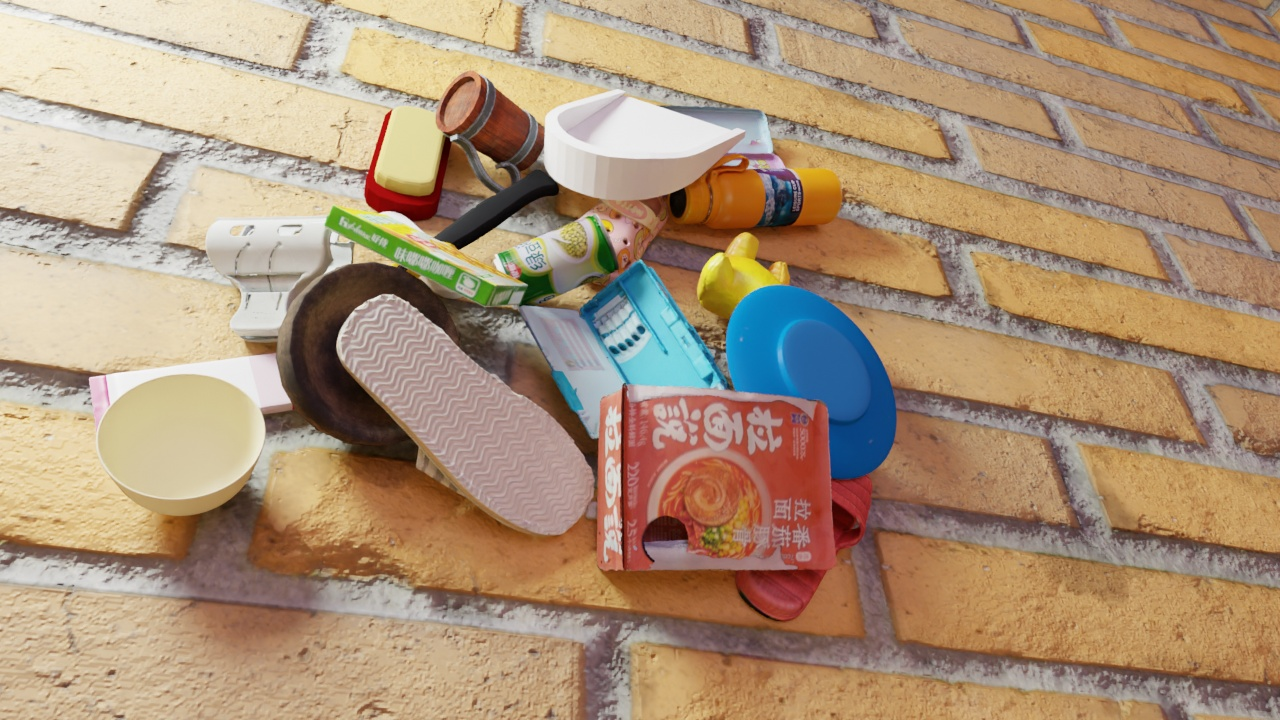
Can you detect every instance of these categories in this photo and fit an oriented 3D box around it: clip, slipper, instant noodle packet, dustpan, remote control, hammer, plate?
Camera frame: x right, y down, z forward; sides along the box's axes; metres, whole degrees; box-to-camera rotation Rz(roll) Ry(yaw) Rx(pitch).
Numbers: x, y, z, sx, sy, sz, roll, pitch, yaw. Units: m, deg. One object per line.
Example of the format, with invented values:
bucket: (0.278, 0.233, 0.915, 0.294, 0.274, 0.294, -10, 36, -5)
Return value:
clip: (-0.349, -0.093, 0.868, 0.126, 0.105, 0.151, 0, 48, 10)
slipper: (0.174, 0.147, 0.915, 0.103, 0.059, 0.248, 31, 48, 5)
instant noodle packet: (0.075, 0.111, 0.844, 0.220, 0.084, 0.164, 4, 75, -17)
dustpan: (-0.007, -0.279, 1.114, 0.191, 0.053, 0.256, 23, 42, 18)
slipper: (-0.153, 0.053, 0.812, 0.272, 0.054, 0.114, 44, 57, -19)
remote control: (-0.238, -0.115, 0.996, 0.136, 0.013, 0.043, 41, 48, 14)
slipper: (-0.024, -0.170, 1.086, 0.093, 0.082, 0.196, 30, 45, 5)
hammer: (-0.208, -0.125, 0.983, 0.127, 0.029, 0.322, 38, 54, 12)
plate: (0.188, 0.014, 0.954, 0.224, 0.024, 0.223, 16, 56, -25)

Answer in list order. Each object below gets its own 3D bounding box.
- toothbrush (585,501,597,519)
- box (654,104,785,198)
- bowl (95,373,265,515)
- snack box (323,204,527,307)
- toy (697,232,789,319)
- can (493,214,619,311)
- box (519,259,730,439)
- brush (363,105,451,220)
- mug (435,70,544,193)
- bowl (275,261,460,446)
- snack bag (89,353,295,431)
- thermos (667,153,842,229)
toothbrush: (0.040, 0.142, 0.868, 0.187, 0.012, 0.017, 1, 66, -5)
box: (0.101, -0.286, 1.264, 0.213, 0.041, 0.151, -5, 67, -26)
bowl: (-0.365, 0.079, 0.737, 0.118, 0.074, 0.117, 12, 48, -13)
snack box: (-0.199, -0.098, 0.880, 0.168, 0.027, 0.132, 26, 7, 3)
toy: (0.151, -0.050, 1.051, 0.194, 0.088, 0.134, 37, 34, -1)
can: (-0.090, -0.104, 0.982, 0.121, 0.067, 0.067, -24, 61, -7)
box: (-0.007, 0.018, 0.941, 0.168, 0.087, 0.227, -23, 62, -17)
brush: (-0.267, -0.237, 1.067, 0.082, 0.042, 0.173, 11, 48, -13)
mug: (-0.177, -0.263, 1.087, 0.111, 0.082, 0.117, 26, 64, -45)
bowl: (-0.248, -0.003, 0.821, 0.162, 0.070, 0.162, 9, 76, -41)
snack bag: (-0.374, 0.028, 0.816, 0.196, 0.016, 0.070, -10, 54, -29)
thermos: (0.148, -0.219, 1.194, 0.232, 0.076, 0.091, -6, 94, -27)
